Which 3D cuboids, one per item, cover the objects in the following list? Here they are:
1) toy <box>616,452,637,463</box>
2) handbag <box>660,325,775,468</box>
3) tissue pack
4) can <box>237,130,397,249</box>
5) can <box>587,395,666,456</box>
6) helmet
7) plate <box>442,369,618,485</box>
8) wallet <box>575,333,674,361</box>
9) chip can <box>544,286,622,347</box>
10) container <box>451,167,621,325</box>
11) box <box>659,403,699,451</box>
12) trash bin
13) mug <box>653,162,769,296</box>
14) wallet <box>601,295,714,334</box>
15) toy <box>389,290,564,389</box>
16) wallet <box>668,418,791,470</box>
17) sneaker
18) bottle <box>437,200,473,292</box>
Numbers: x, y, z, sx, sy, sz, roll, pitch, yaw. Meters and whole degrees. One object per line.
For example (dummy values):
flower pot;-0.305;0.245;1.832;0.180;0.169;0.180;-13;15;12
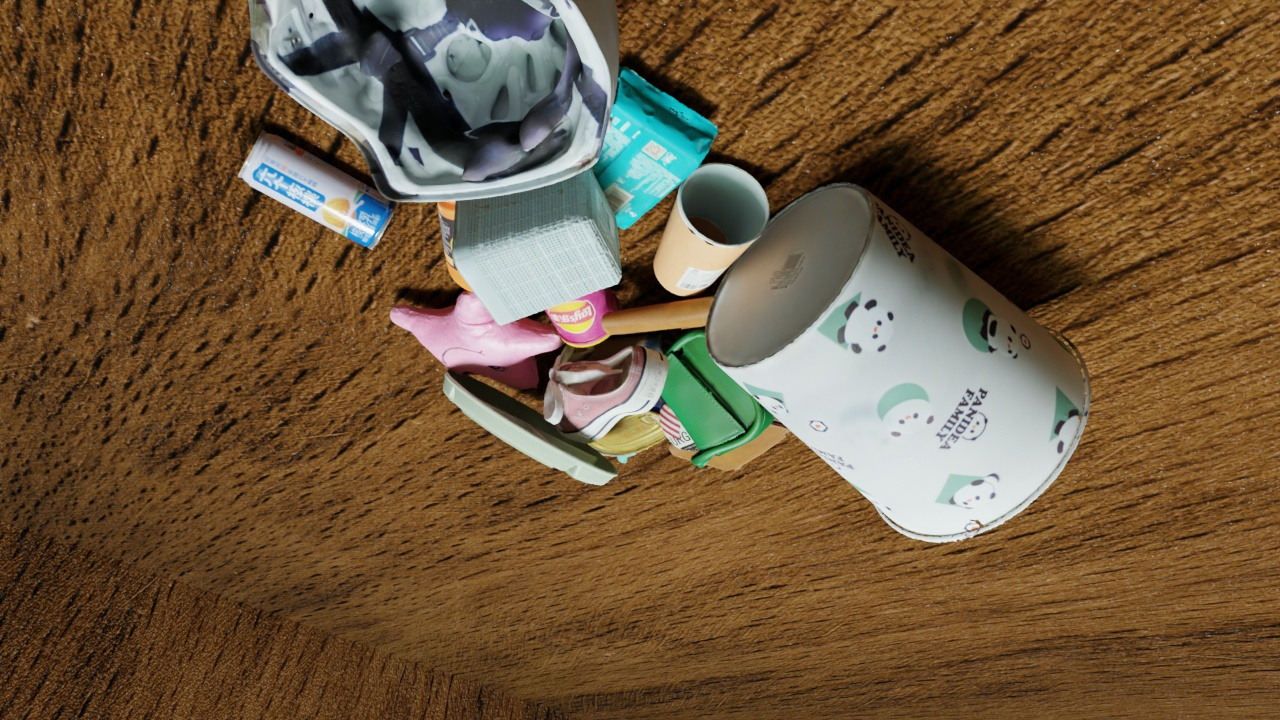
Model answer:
toy;-0.042;0.113;1.226;0.092;0.030;0.097;11;154;7
handbag;0.072;0.032;0.951;0.120;0.067;0.131;-37;82;28
tissue pack;-0.012;-0.172;0.745;0.093;0.050;0.134;29;144;-23
can;-0.302;-0.160;0.862;0.134;0.053;0.053;29;145;-24
can;-0.013;0.072;1.131;0.074;0.049;0.149;29;145;-25
helmet;-0.119;-0.236;0.592;0.230;0.145;0.259;-10;134;29
plate;-0.128;0.079;1.050;0.230;0.027;0.230;32;179;1
wallet;-0.006;0.006;1.043;0.115;0.033;0.090;-7;141;29
chip can;-0.085;-0.100;0.863;0.071;0.071;0.211;-2;145;21
container;-0.080;-0.097;0.737;0.111;0.089;0.090;-15;141;13
box;0.086;0.049;1.009;0.164;0.075;0.082;-30;144;36
trash bin;0.207;-0.003;0.786;0.252;0.229;0.230;35;142;-24
mug;0.055;-0.106;0.801;0.078;0.078;0.123;17;156;-7
wallet;0.044;-0.046;0.894;0.132;0.031;0.107;-5;-176;36
toy;-0.163;-0.019;1.012;0.195;0.074;0.178;-7;145;39
wallet;0.118;0.097;1.130;0.119;0.035;0.131;15;145;-27
sneaker;-0.056;0.027;0.961;0.088;0.118;0.242;23;160;-17
bottle;-0.159;-0.132;0.856;0.067;0.066;0.150;6;141;11
